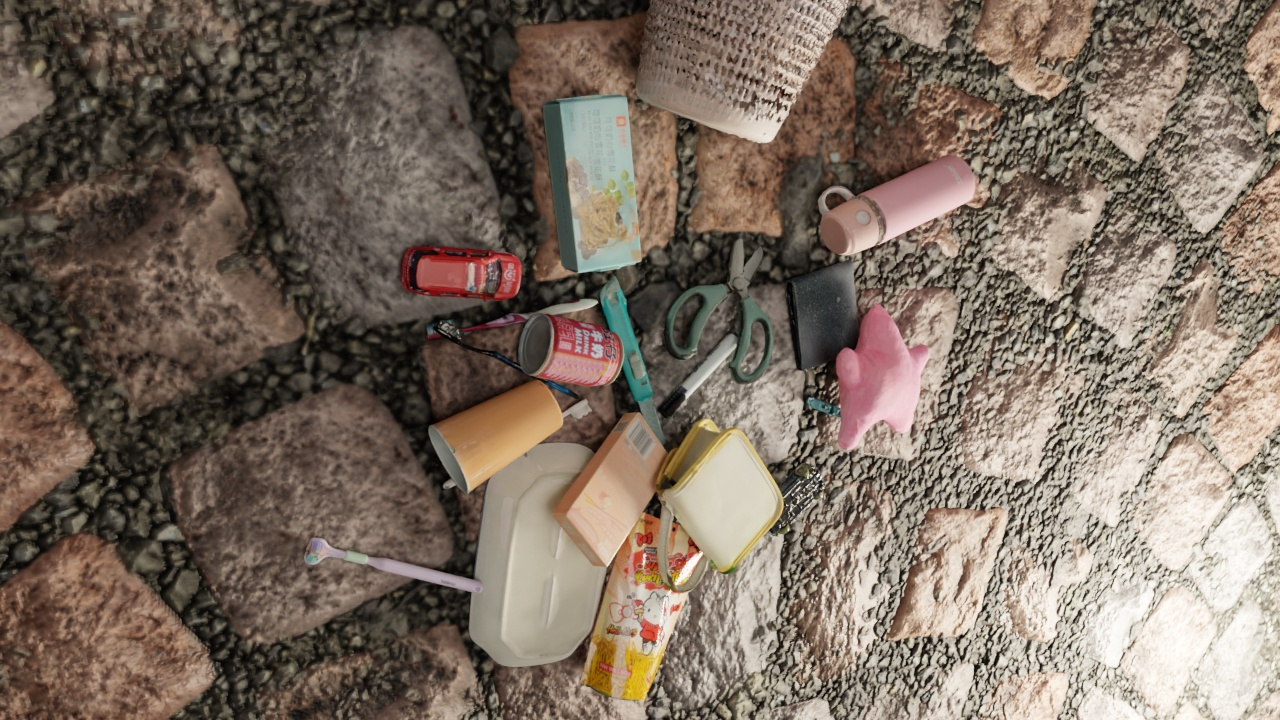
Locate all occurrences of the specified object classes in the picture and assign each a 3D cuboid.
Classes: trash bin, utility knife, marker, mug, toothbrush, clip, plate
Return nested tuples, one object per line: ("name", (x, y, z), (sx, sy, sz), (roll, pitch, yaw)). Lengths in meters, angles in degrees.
("trash bin", (0.094, -0.329, 0.905), (0.227, 0.227, 0.192), (10, 109, -28))
("utility knife", (-0.006, 0.006, 1.030), (0.029, 0.013, 0.209), (-24, 112, -14))
("marker", (0.070, 0.017, 1.067), (0.130, 0.023, 0.018), (-46, 118, -9))
("mug", (-0.145, 0.073, 0.944), (0.122, 0.078, 0.078), (-30, 113, -24))
("toothbrush", (-0.131, -0.047, 0.955), (0.187, 0.016, 0.017), (-13, 97, -23))
("clip", (0.234, 0.059, 1.160), (0.057, 0.048, 0.014), (22, 92, -25))
("toothbrush", (-0.249, 0.215, 0.947), (0.189, 0.021, 0.029), (20, 99, -26))
("toothbrush", (-0.134, 0.002, 0.955), (0.189, 0.014, 0.016), (29, 81, -35))
("plate", (-0.101, 0.223, 1.020), (0.161, 0.034, 0.266), (5, 99, -28))
("toothbrush", (-0.131, 0.092, 0.984), (0.179, 0.016, 0.016), (-30, 84, -18))

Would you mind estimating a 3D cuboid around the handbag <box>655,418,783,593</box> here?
("handbag", (0.070, 0.176, 1.062), (0.178, 0.063, 0.163), (-48, 125, -20))

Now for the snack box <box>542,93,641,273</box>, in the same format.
("snack box", (-0.049, -0.181, 0.943), (0.074, 0.052, 0.175), (-12, 107, -23))

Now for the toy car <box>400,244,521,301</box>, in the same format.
("toy car", (-0.174, -0.085, 0.908), (0.120, 0.045, 0.053), (0, 103, -29))

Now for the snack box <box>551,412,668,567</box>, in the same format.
("snack box", (-0.027, 0.139, 1.008), (0.084, 0.026, 0.156), (56, 51, -25))

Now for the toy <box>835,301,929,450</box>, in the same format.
("toy", (0.304, 0.014, 1.151), (0.194, 0.075, 0.178), (-11, 103, -41))

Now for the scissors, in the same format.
("scissors", (0.088, -0.061, 1.052), (0.169, 0.019, 0.177), (1, 89, -17))

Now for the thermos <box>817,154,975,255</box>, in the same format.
("thermos", (0.306, -0.196, 1.117), (0.198, 0.067, 0.087), (-24, 80, -18))

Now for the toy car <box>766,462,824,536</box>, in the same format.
("toy car", (0.188, 0.175, 1.156), (0.105, 0.031, 0.049), (-43, 116, -14))

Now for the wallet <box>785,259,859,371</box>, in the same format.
("wallet", (0.228, -0.055, 1.132), (0.097, 0.019, 0.121), (-19, 111, -23))

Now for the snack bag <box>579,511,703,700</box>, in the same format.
("snack bag", (0.004, 0.286, 1.076), (0.128, 0.073, 0.207), (23, 85, -35))

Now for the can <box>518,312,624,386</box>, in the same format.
("can", (-0.072, -0.009, 0.959), (0.093, 0.066, 0.066), (12, 96, -36))
